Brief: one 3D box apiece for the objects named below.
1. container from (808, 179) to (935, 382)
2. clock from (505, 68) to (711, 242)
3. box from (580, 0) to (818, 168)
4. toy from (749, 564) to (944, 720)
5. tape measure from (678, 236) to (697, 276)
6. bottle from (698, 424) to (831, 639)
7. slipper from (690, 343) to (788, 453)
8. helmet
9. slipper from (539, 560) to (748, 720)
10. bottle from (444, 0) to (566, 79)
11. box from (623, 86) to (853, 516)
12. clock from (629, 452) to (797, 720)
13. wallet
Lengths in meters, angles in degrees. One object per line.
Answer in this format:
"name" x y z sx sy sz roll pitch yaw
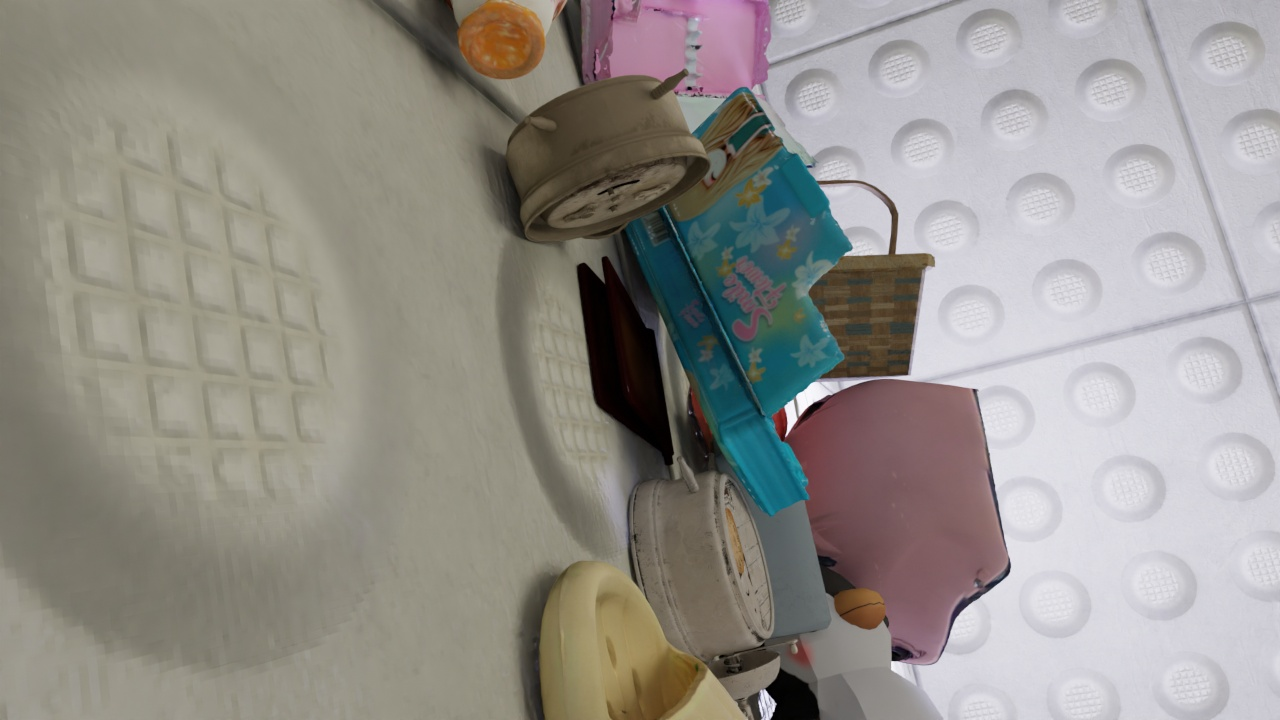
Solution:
"container" 0.164 -0.074 0.857 0.250 0.157 0.186 116 -28 -87
"clock" -0.022 -0.094 0.450 0.141 0.093 0.054 137 -67 -78
"box" 0.046 -0.208 0.697 0.229 0.063 0.160 -20 93 -53
"toy" 0.131 0.237 0.636 0.159 0.140 0.184 12 47 -38
"tape measure" 0.044 -0.076 0.750 0.058 0.038 0.059 -54 141 -71
"bottle" 0.072 0.100 0.604 0.046 0.072 0.161 124 -41 -65
"slipper" 0.087 0.031 0.755 0.248 0.059 0.103 -73 145 -66
"helmet" 0.184 0.130 0.771 0.256 0.152 0.229 113 -16 -58
"slipper" 0.032 0.198 0.348 0.111 0.079 0.261 6 70 -78
"bottle" -0.060 -0.172 0.403 0.063 0.063 0.109 56 22 -50
"box" 0.048 -0.041 0.552 0.227 0.085 0.171 -111 -155 -42
"clock" 0.045 0.129 0.493 0.103 0.061 0.156 15 59 -73
"wallet" -0.003 0.003 0.534 0.115 0.018 0.091 49 29 -63
